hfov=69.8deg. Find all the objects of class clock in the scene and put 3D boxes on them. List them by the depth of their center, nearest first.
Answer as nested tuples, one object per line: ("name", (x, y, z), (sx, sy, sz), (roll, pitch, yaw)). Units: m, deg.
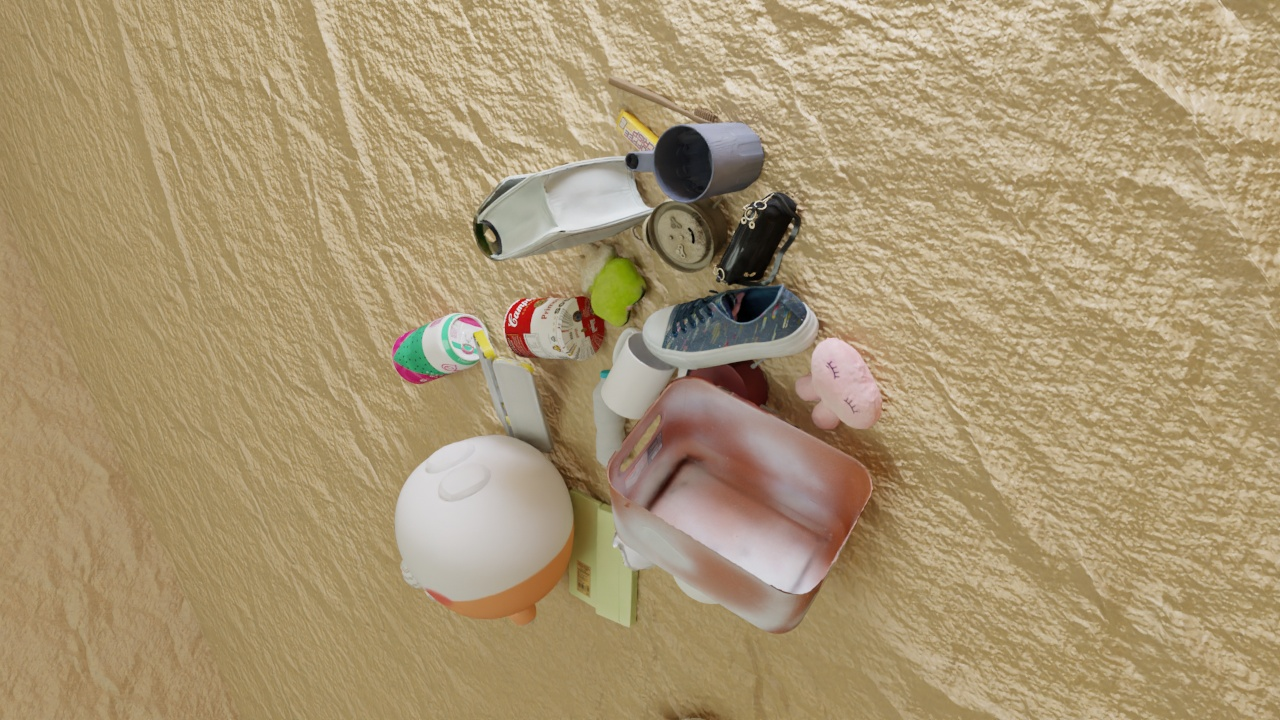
("clock", (0.047, -0.158, 1.111), (0.141, 0.054, 0.093), (5, 123, 40))
("clock", (0.098, 0.038, 1.138), (0.138, 0.048, 0.096), (-6, 100, 43))

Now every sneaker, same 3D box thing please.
("sneaker", (0.089, -0.046, 1.078), (0.236, 0.087, 0.079), (-2, 143, 39))

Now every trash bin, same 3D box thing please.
("trash bin", (0.108, 0.168, 1.045), (0.260, 0.181, 0.158), (27, 149, 19))

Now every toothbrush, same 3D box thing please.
("toothbrush", (0.024, -0.315, 1.107), (0.167, 0.016, 0.016), (31, 123, 29))

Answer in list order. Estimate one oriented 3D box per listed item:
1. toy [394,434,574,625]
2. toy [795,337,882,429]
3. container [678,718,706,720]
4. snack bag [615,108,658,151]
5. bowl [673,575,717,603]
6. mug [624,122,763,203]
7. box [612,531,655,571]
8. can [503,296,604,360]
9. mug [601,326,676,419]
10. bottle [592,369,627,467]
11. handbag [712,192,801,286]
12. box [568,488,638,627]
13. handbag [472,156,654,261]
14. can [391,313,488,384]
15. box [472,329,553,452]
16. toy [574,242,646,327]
("toy", (-0.227, 0.255, 1.356), (0.263, 0.265, 0.281), (42, 152, 54))
("toy", (0.220, 0.034, 1.032), (0.108, 0.053, 0.105), (58, 147, 9))
("container", (0.064, 0.628, 1.285), (0.144, 0.184, 0.251), (-35, 80, 34))
("snack bag", (0.003, -0.274, 1.137), (0.099, 0.020, 0.026), (48, 131, 20))
("bowl", (0.083, 0.278, 1.231), (0.115, 0.050, 0.115), (15, 114, 38))
("mug", (0.062, -0.228, 1.042), (0.124, 0.103, 0.084), (12, 112, 39))
("box", (0.054, 0.217, 1.165), (0.095, 0.165, 0.084), (-4, 102, 62))
("can", (-0.120, -0.045, 1.278), (0.117, 0.086, 0.087), (2, 106, 42))
("mug", (-0.007, 0.007, 1.214), (0.091, 0.073, 0.110), (-62, 38, 36))
("bottle", (-0.043, 0.080, 1.280), (0.044, 0.044, 0.136), (11, 111, 39))
("handbag", (0.129, -0.134, 1.032), (0.054, 0.078, 0.129), (42, 128, 23))
("box", (-0.061, 0.297, 1.384), (0.139, 0.029, 0.187), (18, 116, 35))
("handbag", (-0.092, -0.188, 1.130), (0.142, 0.198, 0.096), (-17, 95, 41))
("can", (-0.320, -0.019, 1.461), (0.166, 0.088, 0.088), (-16, 93, 43))
("box", (-0.191, 0.052, 1.356), (0.128, 0.045, 0.210), (32, 149, 28))
("toy", (-0.045, -0.107, 1.219), (0.118, 0.043, 0.092), (47, 126, 21))
